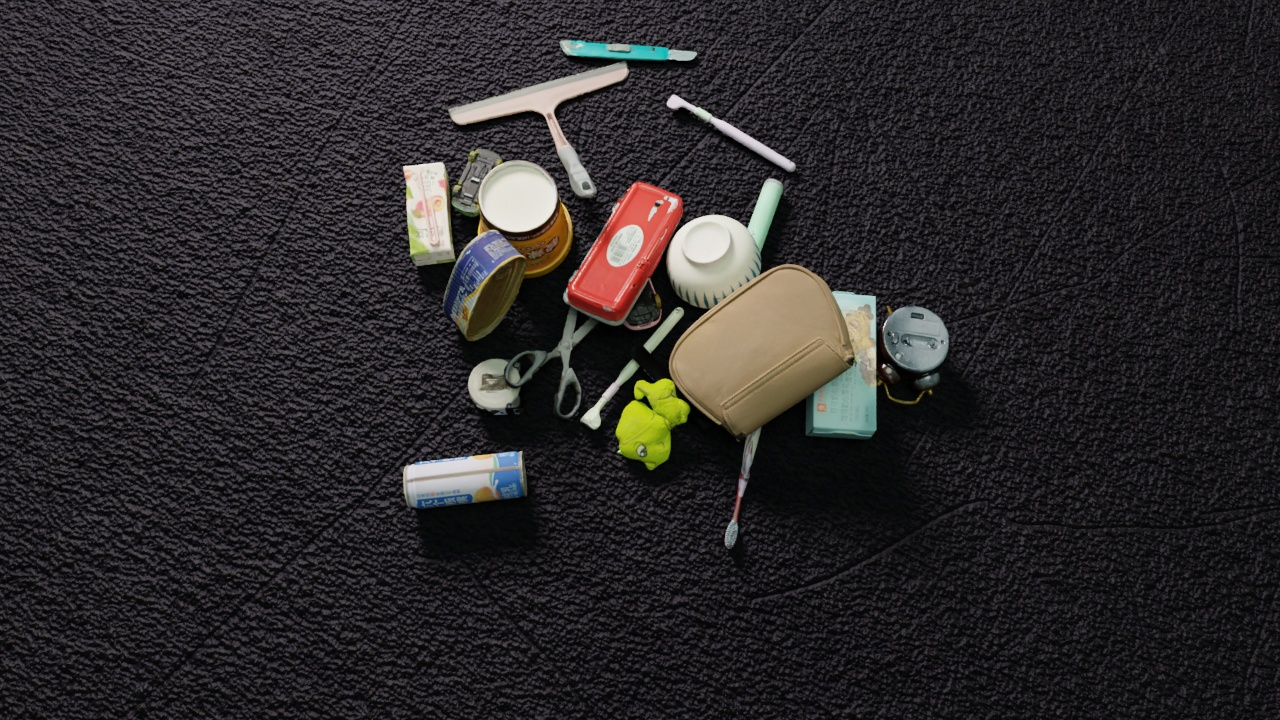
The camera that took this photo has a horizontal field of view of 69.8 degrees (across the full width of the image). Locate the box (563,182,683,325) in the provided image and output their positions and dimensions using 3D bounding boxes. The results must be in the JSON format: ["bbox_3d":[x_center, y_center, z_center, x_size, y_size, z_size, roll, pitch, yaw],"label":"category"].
[{"bbox_3d":[-0.020,-0.132,1.117,0.086,0.047,0.200,22,61,10],"label":"box"}]

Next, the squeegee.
[{"bbox_3d":[-0.096,-0.270,1.156,0.247,0.040,0.249,-17,49,-8],"label":"squeegee"}]

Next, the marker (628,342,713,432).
[{"bbox_3d":[0.037,0.031,1.095,0.132,0.020,0.022,47,62,1],"label":"marker"}]

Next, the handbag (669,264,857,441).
[{"bbox_3d":[0.143,-0.010,1.060,0.205,0.099,0.147,-35,76,17],"label":"handbag"}]

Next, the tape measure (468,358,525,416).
[{"bbox_3d":[-0.171,0.032,1.093,0.066,0.034,0.065,-4,72,-3],"label":"tape measure"}]

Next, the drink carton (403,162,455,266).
[{"bbox_3d":[-0.264,-0.183,1.147,0.053,0.045,0.122,-7,74,-5],"label":"drink carton"}]

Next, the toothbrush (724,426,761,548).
[{"bbox_3d":[0.124,0.129,1.080,0.016,0.017,0.187,14,75,2],"label":"toothbrush"}]

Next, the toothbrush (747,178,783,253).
[{"bbox_3d":[0.134,-0.128,1.151,0.027,0.026,0.224,15,74,20],"label":"toothbrush"}]

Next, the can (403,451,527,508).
[{"bbox_3d":[-0.199,0.137,1.051,0.134,0.053,0.053,-6,74,-3],"label":"can"}]

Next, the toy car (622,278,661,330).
[{"bbox_3d":[-0.013,-0.090,1.132,0.056,0.037,0.122,-14,62,-13],"label":"toy car"}]

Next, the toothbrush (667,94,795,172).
[{"bbox_3d":[0.120,-0.296,1.204,0.189,0.021,0.029,31,43,6],"label":"toothbrush"}]

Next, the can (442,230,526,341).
[{"bbox_3d":[-0.183,-0.086,1.073,0.049,0.149,0.074,46,49,12],"label":"can"}]

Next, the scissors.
[{"bbox_3d":[-0.091,-0.011,1.101,0.177,0.014,0.159,-18,90,-27],"label":"scissors"}]

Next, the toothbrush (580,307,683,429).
[{"bbox_3d":[-0.007,0.007,1.113,0.029,0.020,0.189,26,70,40],"label":"toothbrush"}]

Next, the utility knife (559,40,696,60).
[{"bbox_3d":[-0.017,-0.418,1.238,0.187,0.013,0.029,3,63,-1],"label":"utility knife"}]

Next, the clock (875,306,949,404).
[{"bbox_3d":[0.323,-0.007,1.105,0.082,0.055,0.121,9,75,0],"label":"clock"}]

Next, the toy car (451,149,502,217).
[{"bbox_3d":[-0.207,-0.225,1.165,0.043,0.036,0.091,19,75,5],"label":"toy car"}]

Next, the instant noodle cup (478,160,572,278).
[{"bbox_3d":[-0.143,-0.175,1.112,0.118,0.114,0.118,1,73,-2],"label":"instant noodle cup"}]

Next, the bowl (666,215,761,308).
[{"bbox_3d":[0.084,-0.128,1.113,0.116,0.066,0.116,-6,67,14],"label":"bowl"}]

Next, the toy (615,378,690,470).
[{"bbox_3d":[0.011,0.073,1.078,0.100,0.031,0.096,-34,88,6],"label":"toy"}]

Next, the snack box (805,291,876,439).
[{"bbox_3d":[0.240,0.006,1.101,0.074,0.052,0.174,4,73,0],"label":"snack box"}]
